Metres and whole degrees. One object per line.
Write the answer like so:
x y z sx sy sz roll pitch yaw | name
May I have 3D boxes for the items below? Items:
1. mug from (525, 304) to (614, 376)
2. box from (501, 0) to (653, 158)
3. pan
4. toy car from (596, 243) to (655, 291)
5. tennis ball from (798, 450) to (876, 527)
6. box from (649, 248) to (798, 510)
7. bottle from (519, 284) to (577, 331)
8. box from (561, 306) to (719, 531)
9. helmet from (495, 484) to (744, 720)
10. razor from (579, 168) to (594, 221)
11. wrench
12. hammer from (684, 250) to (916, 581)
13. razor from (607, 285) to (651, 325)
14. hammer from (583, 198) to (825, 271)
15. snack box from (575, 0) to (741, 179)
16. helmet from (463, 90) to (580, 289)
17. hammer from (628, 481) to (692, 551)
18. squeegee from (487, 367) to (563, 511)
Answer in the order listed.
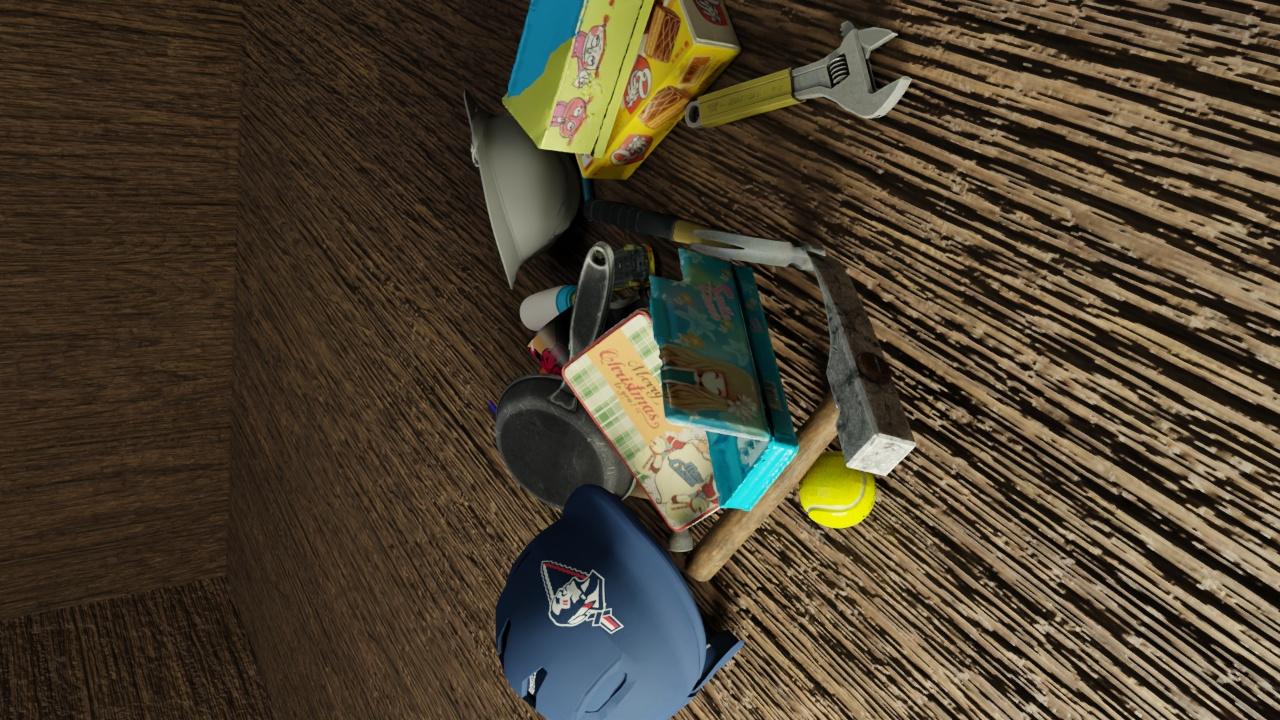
-0.062 -0.012 1.050 0.098 0.081 0.118 51 140 2 | mug
-0.060 -0.334 0.931 0.124 0.080 0.221 52 131 41 | box
-0.075 0.033 1.004 0.187 0.055 0.358 24 129 15 | pan
-0.021 -0.105 1.052 0.107 0.030 0.049 -3 94 53 | toy car
0.169 0.110 0.786 0.065 0.065 0.065 11 104 54 | tennis ball
0.047 0.005 0.798 0.226 0.121 0.098 -96 29 -44 | box
-0.099 -0.068 1.149 0.146 0.051 0.051 -9 87 55 | bottle
0.023 0.058 0.904 0.118 0.049 0.205 -35 87 18 | box
-0.035 0.253 0.927 0.232 0.222 0.273 45 136 30 | helmet
-0.071 -0.239 1.115 0.042 0.022 0.144 53 -157 -86 | razor
0.129 -0.242 0.832 0.274 0.018 0.083 2 96 55 | wrench
0.113 0.074 0.809 0.217 0.037 0.301 -96 29 -44 | hammer
-0.011 -0.053 1.030 0.157 0.057 0.060 -16 40 55 | razor
0.032 -0.133 0.921 0.333 0.117 0.025 26 110 56 | hammer
0.002 -0.297 0.965 0.231 0.061 0.110 -39 63 50 | snack box
-0.137 -0.223 1.136 0.184 0.117 0.270 87 170 -65 | helmet
-0.047 0.145 1.125 0.332 0.030 0.119 1 95 54 | hammer
-0.119 0.045 1.183 0.249 0.055 0.185 44 125 47 | squeegee
